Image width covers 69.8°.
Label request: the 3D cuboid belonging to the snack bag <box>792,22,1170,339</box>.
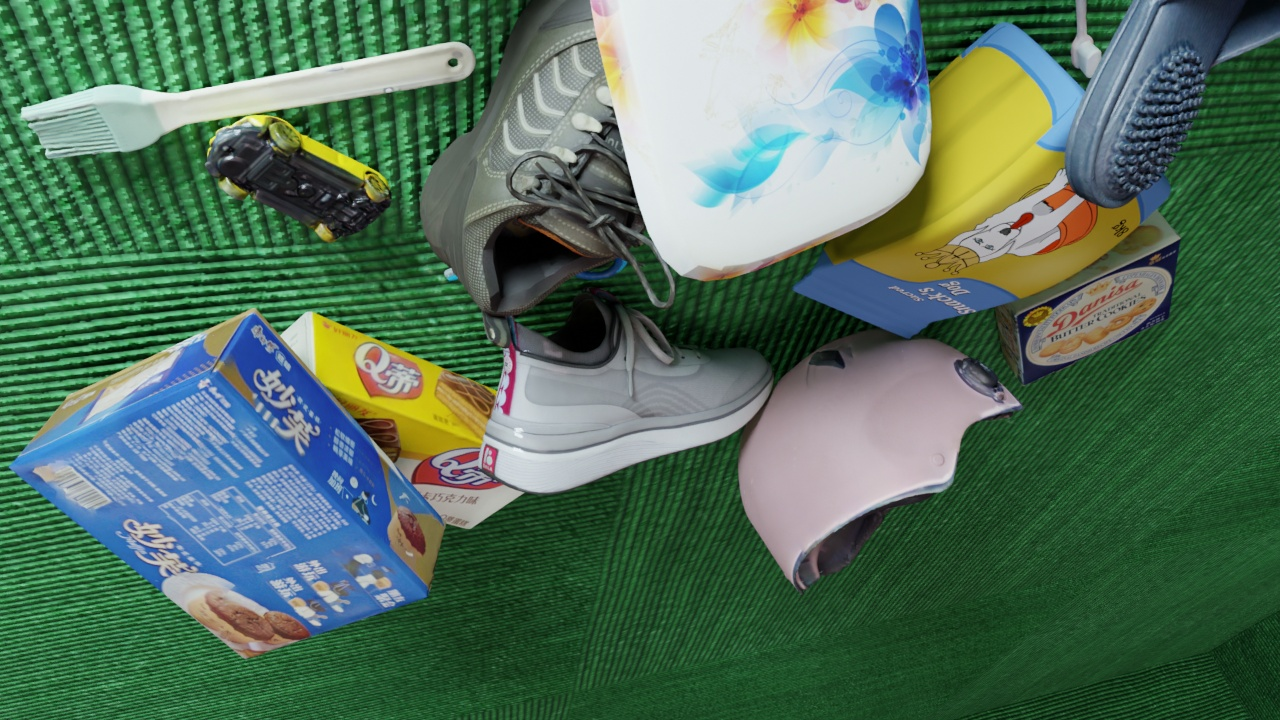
[{"bbox_3d":[0.220,-0.096,0.620,0.158,0.102,0.206,16,130,-42],"label":"snack bag"}]

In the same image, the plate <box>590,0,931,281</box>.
[{"bbox_3d":[0.072,-0.143,0.448,0.186,0.016,0.187,-24,112,-23],"label":"plate"}]

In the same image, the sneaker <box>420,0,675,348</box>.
[{"bbox_3d":[-0.027,-0.101,0.468,0.101,0.142,0.239,19,127,-41],"label":"sneaker"}]

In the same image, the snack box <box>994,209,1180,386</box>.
[{"bbox_3d":[0.396,-0.052,0.820,0.144,0.042,0.145,-27,145,11],"label":"snack box"}]

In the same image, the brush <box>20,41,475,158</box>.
[{"bbox_3d":[-0.191,-0.135,0.466,0.217,0.012,0.033,-13,145,-10],"label":"brush"}]

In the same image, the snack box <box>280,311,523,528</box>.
[{"bbox_3d":[-0.180,0.054,0.687,0.110,0.061,0.230,-35,142,23],"label":"snack box"}]

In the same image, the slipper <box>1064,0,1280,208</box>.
[{"bbox_3d":[0.317,-0.196,0.468,0.101,0.082,0.264,14,105,-40],"label":"slipper"}]

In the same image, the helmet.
[{"bbox_3d":[0.183,0.065,0.779,0.254,0.152,0.231,-26,158,-40],"label":"helmet"}]

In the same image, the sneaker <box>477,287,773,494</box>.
[{"bbox_3d":[-0.004,0.004,0.684,0.262,0.097,0.129,-13,111,-36],"label":"sneaker"}]

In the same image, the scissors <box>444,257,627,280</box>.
[{"bbox_3d":[-0.066,-0.073,0.607,0.140,0.013,0.114,-24,143,5],"label":"scissors"}]

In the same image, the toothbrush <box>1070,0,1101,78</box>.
[{"bbox_3d":[0.257,-0.231,0.532,0.016,0.018,0.181,-27,144,11],"label":"toothbrush"}]

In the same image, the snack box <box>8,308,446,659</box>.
[{"bbox_3d":[-0.247,0.087,0.579,0.155,0.069,0.203,-22,124,15],"label":"snack box"}]

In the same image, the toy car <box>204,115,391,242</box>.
[{"bbox_3d":[-0.183,-0.100,0.499,0.049,0.030,0.106,-31,151,20],"label":"toy car"}]
